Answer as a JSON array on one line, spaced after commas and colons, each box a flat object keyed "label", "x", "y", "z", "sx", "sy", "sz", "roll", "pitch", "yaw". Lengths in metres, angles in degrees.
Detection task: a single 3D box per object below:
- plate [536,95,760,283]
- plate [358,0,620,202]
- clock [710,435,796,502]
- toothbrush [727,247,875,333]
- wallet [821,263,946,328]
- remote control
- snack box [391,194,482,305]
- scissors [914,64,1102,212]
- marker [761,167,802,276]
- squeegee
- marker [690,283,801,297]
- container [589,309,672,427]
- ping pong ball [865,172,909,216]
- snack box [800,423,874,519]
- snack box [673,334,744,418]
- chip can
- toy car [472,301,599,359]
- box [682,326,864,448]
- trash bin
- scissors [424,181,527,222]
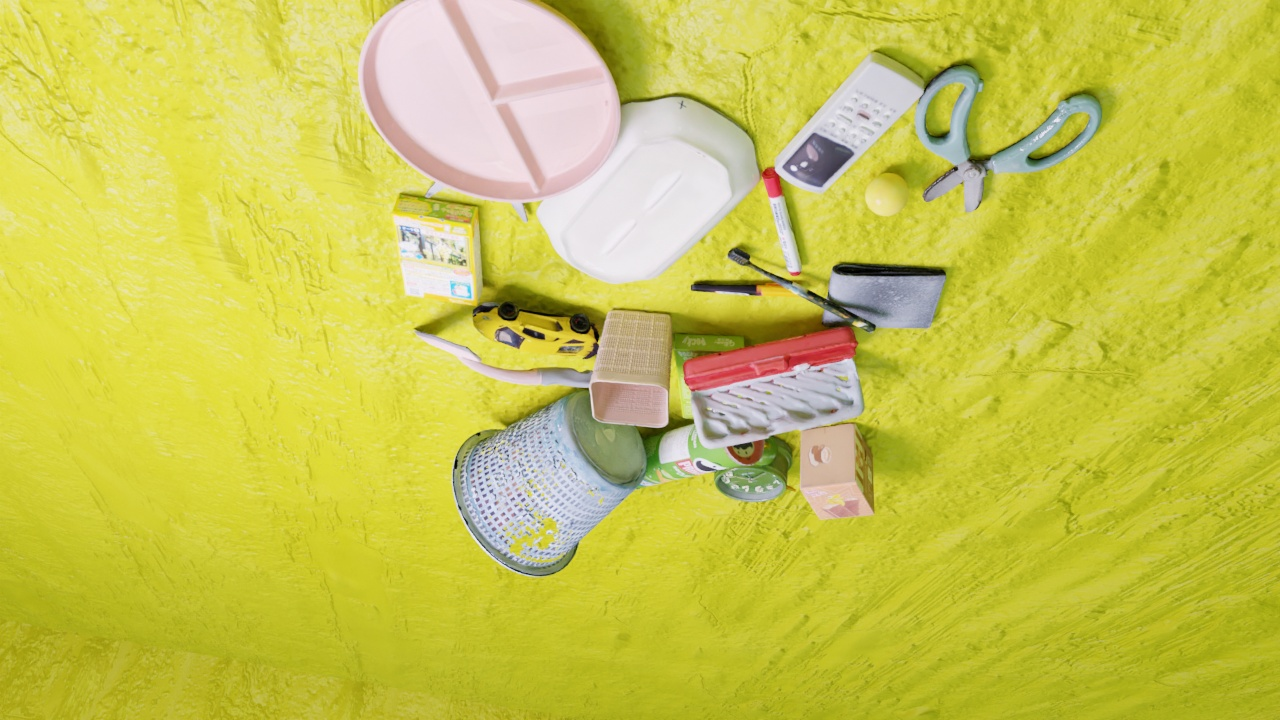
[{"label": "plate", "x": 0.002, "y": -0.154, "z": 0.919, "sx": 0.162, "sy": 0.034, "sz": 0.267, "roll": 26, "pitch": 142, "yaw": -23}, {"label": "plate", "x": -0.130, "y": -0.230, "z": 0.808, "sx": 0.229, "sy": 0.028, "sz": 0.230, "roll": 4, "pitch": 145, "yaw": 3}, {"label": "clock", "x": 0.150, "y": 0.145, "z": 1.292, "sx": 0.116, "sy": 0.056, "sz": 0.161, "roll": -12, "pitch": 140, "yaw": 25}, {"label": "toothbrush", "x": 0.176, "y": -0.075, "z": 0.989, "sx": 0.186, "sy": 0.012, "sz": 0.017, "roll": 27, "pitch": 159, "yaw": -11}, {"label": "wallet", "x": 0.264, "y": -0.068, "z": 1.002, "sx": 0.121, "sy": 0.019, "sz": 0.097, "roll": 3, "pitch": 147, "yaw": 6}, {"label": "remote control", "x": 0.182, "y": -0.206, "z": 0.818, "sx": 0.058, "sy": 0.021, "sz": 0.150, "roll": 22, "pitch": 142, "yaw": -18}, {"label": "snack box", "x": -0.223, "y": -0.119, "z": 1.018, "sx": 0.087, "sy": 0.033, "sz": 0.141, "roll": 9, "pitch": 147, "yaw": 0}, {"label": "scissors", "x": 0.299, "y": -0.200, "z": 0.806, "sx": 0.181, "sy": 0.019, "sz": 0.171, "roll": 29, "pitch": 142, "yaw": -28}, {"label": "marker", "x": 0.145, "y": -0.137, "z": 0.929, "sx": 0.017, "sy": 0.017, "sz": 0.145, "roll": -5, "pitch": 143, "yaw": 18}, {"label": "squeegee", "x": -0.132, "y": 0.011, "z": 1.116, "sx": 0.249, "sy": 0.040, "sz": 0.248, "roll": 11, "pitch": 180, "yaw": -26}, {"label": "marker", "x": 0.117, "y": -0.079, "z": 1.017, "sx": 0.124, "sy": 0.015, "sz": 0.018, "roll": 3, "pitch": 177, "yaw": 12}, {"label": "container", "x": -0.006, "y": 0.006, "z": 1.081, "sx": 0.090, "sy": 0.110, "sz": 0.090, "roll": 5, "pitch": 145, "yaw": 5}, {"label": "ping pong ball", "x": 0.232, "y": -0.156, "z": 0.862, "sx": 0.040, "sy": 0.040, "sz": 0.040, "roll": 6, "pitch": 145, "yaw": 4}, {"label": "snack box", "x": 0.267, "y": 0.152, "z": 1.245, "sx": 0.077, "sy": 0.092, "sz": 0.094, "roll": -10, "pitch": 141, "yaw": 25}, {"label": "snack box", "x": 0.090, "y": 0.023, "z": 1.158, "sx": 0.086, "sy": 0.026, "sz": 0.156, "roll": 1, "pitch": 145, "yaw": 9}, {"label": "chip can", "x": 0.060, "y": 0.123, "z": 1.236, "sx": 0.072, "sy": 0.072, "sz": 0.237, "roll": 30, "pitch": 150, "yaw": -28}, {"label": "toy car", "x": -0.125, "y": -0.033, "z": 1.091, "sx": 0.155, "sy": 0.041, "sz": 0.071, "roll": 11, "pitch": 156, "yaw": -17}, {"label": "box", "x": 0.156, "y": 0.034, "z": 1.059, "sx": 0.201, "sy": 0.100, "sz": 0.102, "roll": -12, "pitch": 169, "yaw": 5}, {"label": "trash bin", "x": -0.107, "y": 0.150, "z": 1.240, "sx": 0.226, "sy": 0.226, "sz": 0.196, "roll": 33, "pitch": 127, "yaw": -31}, {"label": "scissors", "x": -0.145, "y": -0.214, "z": 0.875, "sx": 0.234, "sy": 0.021, "sz": 0.221, "roll": -17, "pitch": 137, "yaw": 31}]
